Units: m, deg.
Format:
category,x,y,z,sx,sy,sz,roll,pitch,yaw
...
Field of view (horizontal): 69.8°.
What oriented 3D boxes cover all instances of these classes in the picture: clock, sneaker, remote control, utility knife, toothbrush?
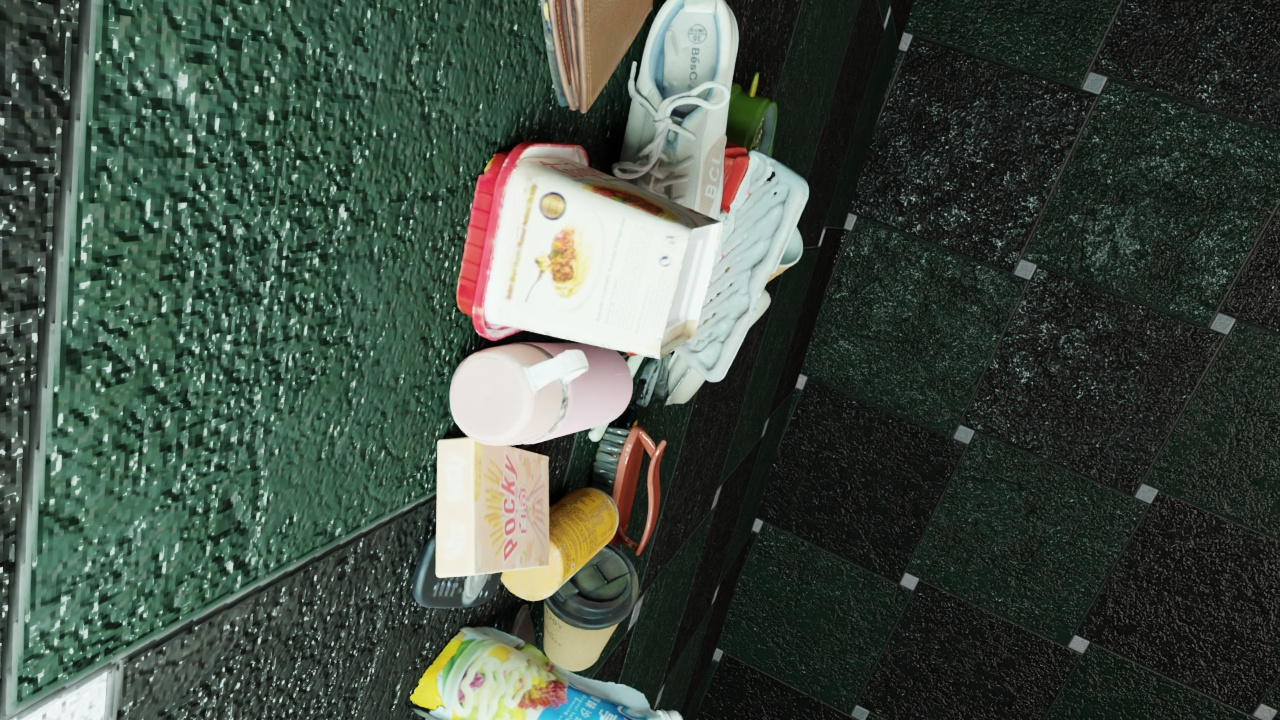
category,x,y,z,sx,sy,sz,roll,pitch,yaw
clock,0.099,-0.213,0.946,0.161,0.056,0.116,68,44,-68
sneaker,0.025,-0.151,0.674,0.090,0.089,0.242,-77,178,-78
remote control,-0.125,0.141,0.622,0.136,0.024,0.053,52,52,-72
utility knife,-0.024,0.145,1.017,0.033,0.015,0.224,-47,152,-53
toothbrush,-0.005,0.005,0.908,0.020,0.029,0.189,47,53,-24

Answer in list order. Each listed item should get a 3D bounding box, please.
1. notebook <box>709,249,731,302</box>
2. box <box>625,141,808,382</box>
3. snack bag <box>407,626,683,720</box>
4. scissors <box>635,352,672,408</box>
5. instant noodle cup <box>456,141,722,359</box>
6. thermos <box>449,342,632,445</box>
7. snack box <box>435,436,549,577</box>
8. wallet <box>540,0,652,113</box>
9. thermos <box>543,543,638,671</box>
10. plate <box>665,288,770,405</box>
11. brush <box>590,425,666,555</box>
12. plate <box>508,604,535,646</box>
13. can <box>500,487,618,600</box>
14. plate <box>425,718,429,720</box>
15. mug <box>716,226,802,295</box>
category,x,y,z,sx,sy,sz,roll,pitch,yaw
notebook,0.048,-0.095,0.879,0.207,0.008,0.148,-21,140,-58
box,0.066,-0.078,0.787,0.095,0.101,0.202,-26,143,-56
snack bag,-0.063,0.259,0.666,0.110,0.191,0.039,-35,142,-66
scissors,0.031,-0.021,1.019,0.160,0.014,0.180,83,29,-60
instant noodle cup,-0.026,-0.060,0.542,0.116,0.124,0.117,-33,139,-68
thermos,-0.054,0.015,0.620,0.067,0.087,0.198,65,13,7
snack box,-0.096,0.102,0.626,0.157,0.026,0.084,43,44,-75
wallet,-0.020,-0.225,0.554,0.101,0.032,0.124,91,23,-57
thermos,-0.057,0.241,0.889,0.092,0.093,0.144,-57,168,-44
plate,0.078,-0.021,1.022,0.164,0.034,0.163,-51,169,6
brush,-0.013,0.131,0.933,0.063,0.069,0.146,-47,152,-60
plate,-0.112,0.304,0.796,0.179,0.024,0.179,16,86,-87
can,-0.067,0.153,0.785,0.145,0.058,0.058,-22,129,-71
plate,-0.169,0.352,0.705,0.163,0.034,0.164,-53,157,-50
mug,0.117,-0.111,1.039,0.123,0.078,0.078,-43,-165,54
